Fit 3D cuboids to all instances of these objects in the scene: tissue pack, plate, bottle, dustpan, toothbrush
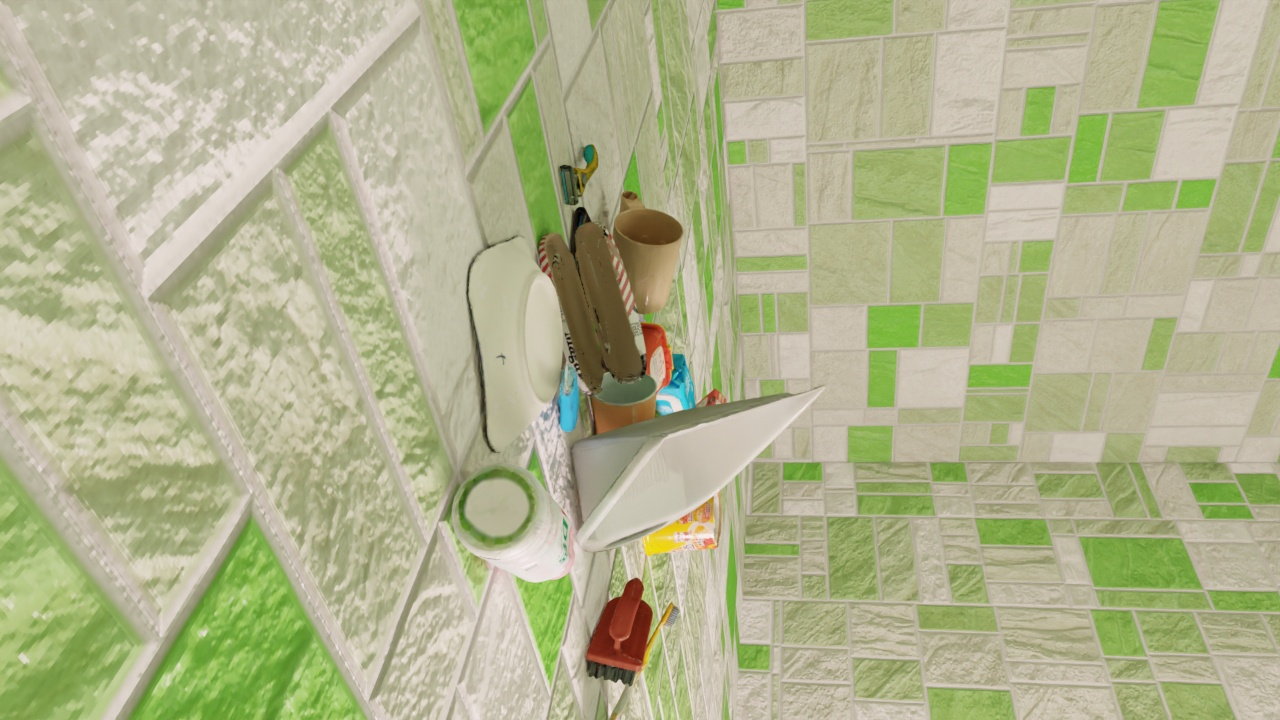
[{"bbox_3d":[0.026,0.041,1.261,0.140,0.090,0.063,69,22,-61],"label":"tissue pack"},{"bbox_3d":[-0.095,-0.019,0.766,0.163,0.034,0.164,-58,145,-71],"label":"plate"},{"bbox_3d":[-0.087,0.137,0.713,0.197,0.068,0.068,74,18,-67],"label":"bottle"},{"bbox_3d":[0.044,0.128,0.959,0.222,0.258,0.142,-14,92,-37],"label":"dustpan"},{"bbox_3d":[0.003,0.365,1.087,0.016,0.018,0.192,-54,169,-72],"label":"toothbrush"}]

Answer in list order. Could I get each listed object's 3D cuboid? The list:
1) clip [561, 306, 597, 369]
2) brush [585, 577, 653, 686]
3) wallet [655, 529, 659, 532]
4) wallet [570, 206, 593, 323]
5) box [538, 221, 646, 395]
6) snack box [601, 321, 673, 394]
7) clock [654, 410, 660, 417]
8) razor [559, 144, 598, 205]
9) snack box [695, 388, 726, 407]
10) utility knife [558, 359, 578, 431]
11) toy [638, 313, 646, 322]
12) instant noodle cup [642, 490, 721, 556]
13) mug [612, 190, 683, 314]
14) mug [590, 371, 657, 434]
[{"bbox_3d":[-0.061,-0.017,0.959,0.083,0.035,0.104,63,32,-66],"label":"clip"},{"bbox_3d":[-0.018,0.310,1.071,0.145,0.063,0.069,-57,158,-74],"label":"brush"},{"bbox_3d":[0.044,0.187,1.309,0.115,0.033,0.090,-53,-171,-3],"label":"wallet"},{"bbox_3d":[-0.057,-0.100,1.031,0.122,0.020,0.096,60,31,-65],"label":"wallet"},{"bbox_3d":[-0.056,-0.046,0.884,0.076,0.087,0.163,-2,-73,58],"label":"box"},{"bbox_3d":[-0.007,0.007,1.130,0.079,0.082,0.091,-60,148,-52],"label":"snack box"},{"bbox_3d":[0.004,0.131,1.229,0.161,0.056,0.115,77,15,-48],"label":"clock"},{"bbox_3d":[-0.061,-0.212,1.000,0.132,0.028,0.043,-77,159,-59],"label":"razor"},{"bbox_3d":[0.061,0.109,1.340,0.025,0.153,0.075,44,23,-9],"label":"snack box"},{"bbox_3d":[-0.066,0.031,0.845,0.191,0.018,0.034,103,-5,-72],"label":"utility knife"},{"bbox_3d":[-0.010,-0.044,1.226,0.108,0.039,0.084,36,32,-75],"label":"toy"},{"bbox_3d":[0.065,0.233,1.408,0.138,0.110,0.138,0,89,-78],"label":"instant noodle cup"},{"bbox_3d":[-0.004,-0.133,1.133,0.124,0.084,0.104,-118,-151,-44],"label":"mug"},{"bbox_3d":[-0.019,0.082,1.078,0.078,0.078,0.123,-73,165,-59],"label":"mug"}]
